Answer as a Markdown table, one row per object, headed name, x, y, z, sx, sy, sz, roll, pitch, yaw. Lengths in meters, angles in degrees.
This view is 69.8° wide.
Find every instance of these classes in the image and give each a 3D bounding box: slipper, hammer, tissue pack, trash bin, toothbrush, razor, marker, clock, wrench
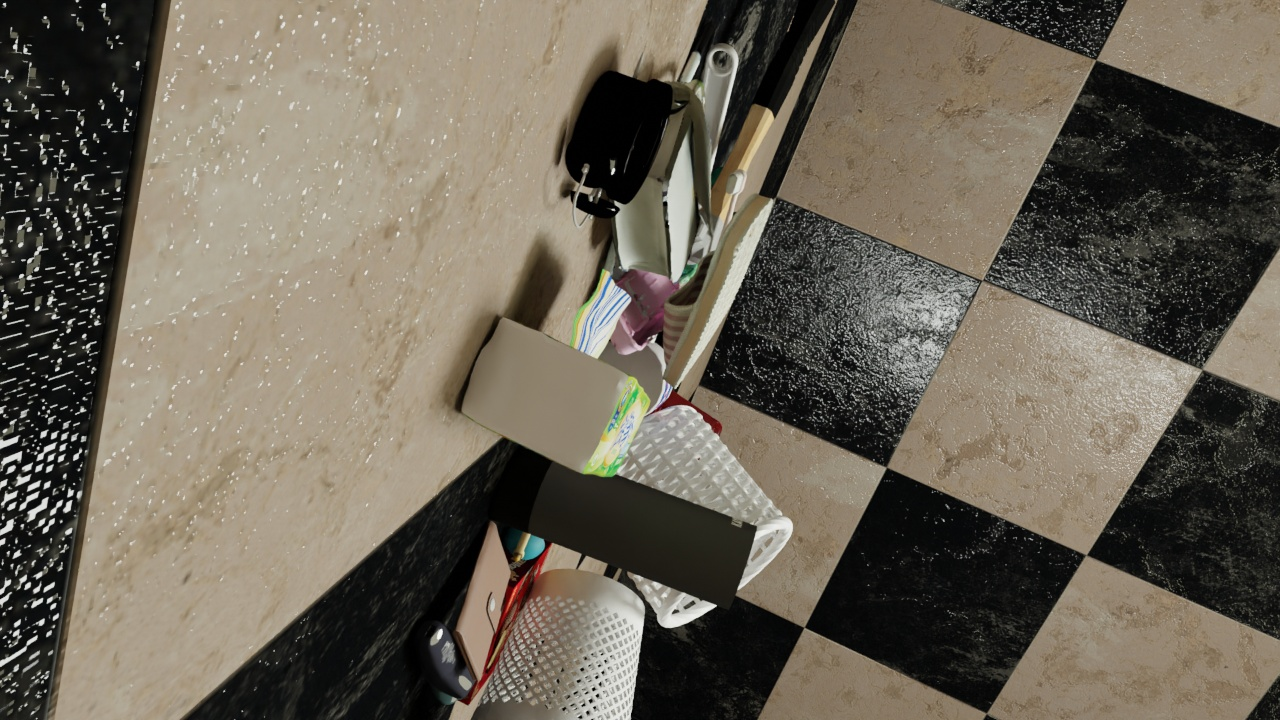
| name | x | y | z | sx | sy | sz | roll | pitch | yaw |
| --- | --- | --- | --- | --- | --- | --- | --- | --- | --- |
| slipper | 0.063 | -0.068 | 0.900 | 0.114 | 0.052 | 0.264 | -54 | 172 | -34 |
| hammer | 0.125 | -0.253 | 0.985 | 0.328 | 0.039 | 0.131 | -64 | 160 | -2 |
| tissue pack | -0.045 | 0.006 | 0.713 | 0.198 | 0.120 | 0.141 | 98 | 17 | -85 |
| trash bin | -0.082 | 0.350 | 1.007 | 0.196 | 0.195 | 0.199 | 104 | 2 | -51 |
| toothbrush | 0.081 | -0.114 | 0.958 | 0.018 | 0.016 | 0.182 | -33 | 145 | -45 |
| razor | -0.178 | 0.270 | 0.829 | 0.047 | 0.052 | 0.143 | -58 | 164 | -32 |
| marker | 0.036 | -0.248 | 0.859 | 0.011 | 0.011 | 0.152 | 36 | 78 | -82 |
| clock | -0.111 | 0.165 | 1.001 | 0.129 | 0.044 | 0.099 | -38 | 152 | -89 |
| clock | -0.020 | -0.149 | 0.648 | 0.091 | 0.042 | 0.120 | 88 | 27 | -73 |
| wrench | 0.067 | -0.219 | 1.012 | 0.274 | 0.066 | 0.018 | 100 | 15 | -44 |

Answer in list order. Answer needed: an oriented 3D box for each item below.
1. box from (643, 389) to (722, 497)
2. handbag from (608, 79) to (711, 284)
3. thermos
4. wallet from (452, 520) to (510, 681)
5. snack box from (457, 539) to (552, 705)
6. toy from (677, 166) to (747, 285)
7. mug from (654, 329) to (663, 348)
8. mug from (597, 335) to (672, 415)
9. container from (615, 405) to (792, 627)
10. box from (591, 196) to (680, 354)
| name | x | y | z | sx | sy | sz | roll | pitch | yaw |
| --- | --- | --- | --- | --- | --- | --- | --- | --- | --- |
| box | -0.014 | 0.130 | 1.236 | 0.169 | 0.156 | 0.157 | -35 | 152 | -39 |
| handbag | 0.036 | -0.173 | 0.798 | 0.151 | 0.074 | 0.175 | 84 | 23 | -58 |
| thermos | -0.017 | 0.155 | 0.873 | 0.082 | 0.240 | 0.082 | 21 | 88 | -83 |
| wallet | -0.145 | 0.223 | 0.856 | 0.120 | 0.013 | 0.087 | -79 | 166 | -47 |
| snack box | -0.161 | 0.287 | 1.039 | 0.132 | 0.036 | 0.152 | -40 | 153 | -74 |
| toy | 0.075 | -0.172 | 1.168 | 0.131 | 0.072 | 0.193 | 1 | -118 | 59 |
| mug | 0.007 | -0.041 | 1.127 | 0.105 | 0.071 | 0.077 | -41 | 180 | 15 |
| mug | -0.006 | 0.006 | 1.046 | 0.090 | 0.091 | 0.121 | -16 | 129 | -80 |
| container | 0.048 | 0.182 | 1.085 | 0.189 | 0.186 | 0.190 | -31 | 153 | -17 |
| box | -0.002 | -0.098 | 0.956 | 0.201 | 0.067 | 0.154 | -48 | 134 | -67 |
